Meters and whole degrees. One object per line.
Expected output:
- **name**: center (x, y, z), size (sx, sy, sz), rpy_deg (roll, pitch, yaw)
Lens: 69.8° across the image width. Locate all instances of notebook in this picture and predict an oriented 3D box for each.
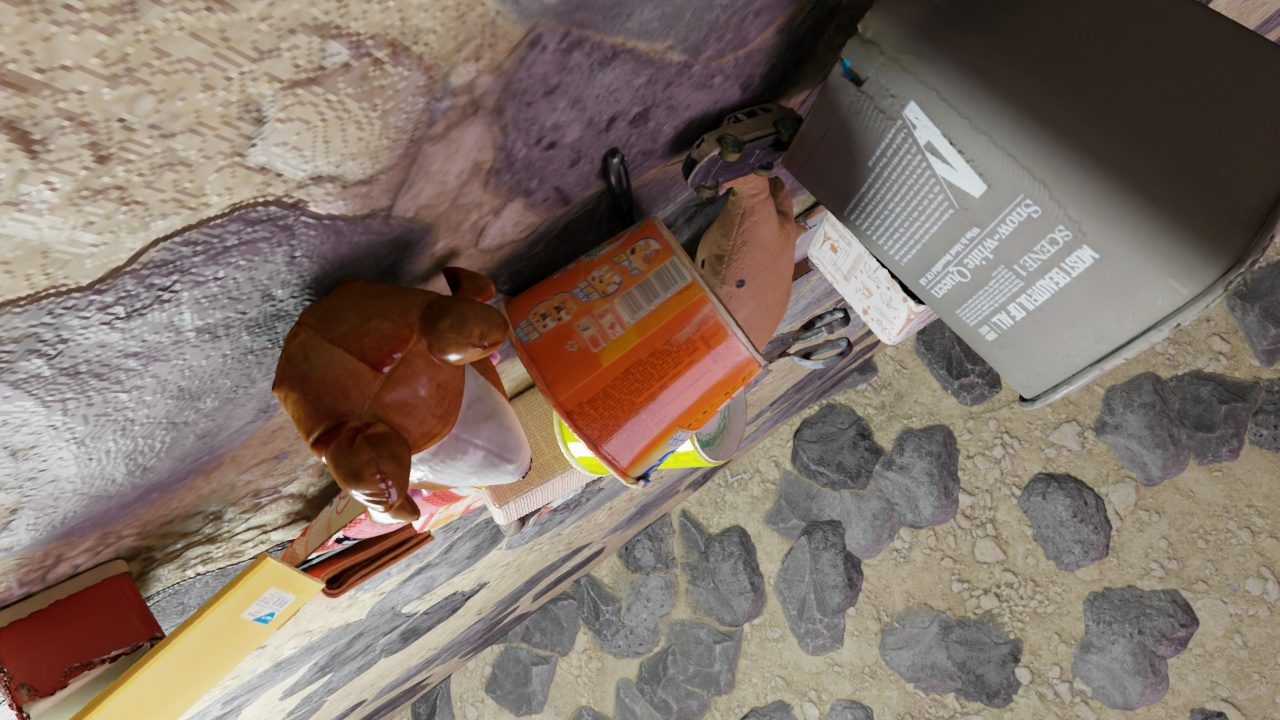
- **notebook**: center (-0.307, 0.211, 0.601), size (0.206, 0.010, 0.146), rpy_deg (-43, 168, -17)

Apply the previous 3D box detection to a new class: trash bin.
- **trash bin**: center (0.223, -0.124, 0.533), size (0.198, 0.220, 0.199), rpy_deg (-49, 174, -25)

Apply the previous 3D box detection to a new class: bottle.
- **bottle**: center (-0.068, 0.120, 0.989), size (0.194, 0.044, 0.080), rpy_deg (-29, 167, -28)

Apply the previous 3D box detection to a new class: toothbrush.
- **toothbrush**: center (-0.007, -0.090, 0.593), size (0.015, 0.018, 0.181), rpy_deg (-29, 165, -3)

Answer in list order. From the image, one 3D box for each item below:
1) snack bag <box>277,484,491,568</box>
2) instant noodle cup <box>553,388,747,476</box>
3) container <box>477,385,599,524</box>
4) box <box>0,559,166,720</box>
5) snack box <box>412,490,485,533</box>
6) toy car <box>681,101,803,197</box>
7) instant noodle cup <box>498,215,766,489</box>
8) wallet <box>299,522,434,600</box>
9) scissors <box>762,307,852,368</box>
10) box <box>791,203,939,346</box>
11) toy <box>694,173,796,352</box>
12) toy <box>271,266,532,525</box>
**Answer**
- **snack bag**: center (-0.196, 0.108, 0.708), size (0.208, 0.073, 0.128), rpy_deg (-35, 179, 25)
- **instant noodle cup**: center (0.014, 0.039, 0.722), size (0.124, 0.112, 0.111), rpy_deg (-2, -168, 39)
- **container**: center (-0.096, 0.081, 0.808), size (0.110, 0.090, 0.090), rpy_deg (-29, 166, -14)
- **box**: center (-0.360, 0.206, 0.593), size (0.091, 0.077, 0.169), rpy_deg (-27, 164, -39)
- **snack box**: center (-0.159, 0.124, 0.931), size (0.152, 0.025, 0.075), rpy_deg (-23, 162, -44)
- **toy car**: center (0.061, -0.132, 0.568), size (0.090, 0.035, 0.042), rpy_deg (-28, 164, -34)
- **instant noodle cup**: center (0.001, -0.011, 0.578), size (0.111, 0.151, 0.151), rpy_deg (-37, 167, 7)
- **wallet**: center (-0.250, 0.176, 0.799), size (0.107, 0.031, 0.132), rpy_deg (-26, -177, -39)
- **scissors**: center (0.134, -0.005, 0.911), size (0.163, 0.014, 0.165), rpy_deg (-38, -152, -16)
- **box**: center (0.247, -0.097, 0.891), size (0.180, 0.158, 0.206), rpy_deg (-31, 166, -23)
- **toy**: center (0.076, -0.072, 0.694), size (0.226, 0.082, 0.143), rpy_deg (66, 37, -75)
- **toy**: center (-0.116, 0.025, 0.513), size (0.140, 0.130, 0.200), rpy_deg (-56, 179, -14)
